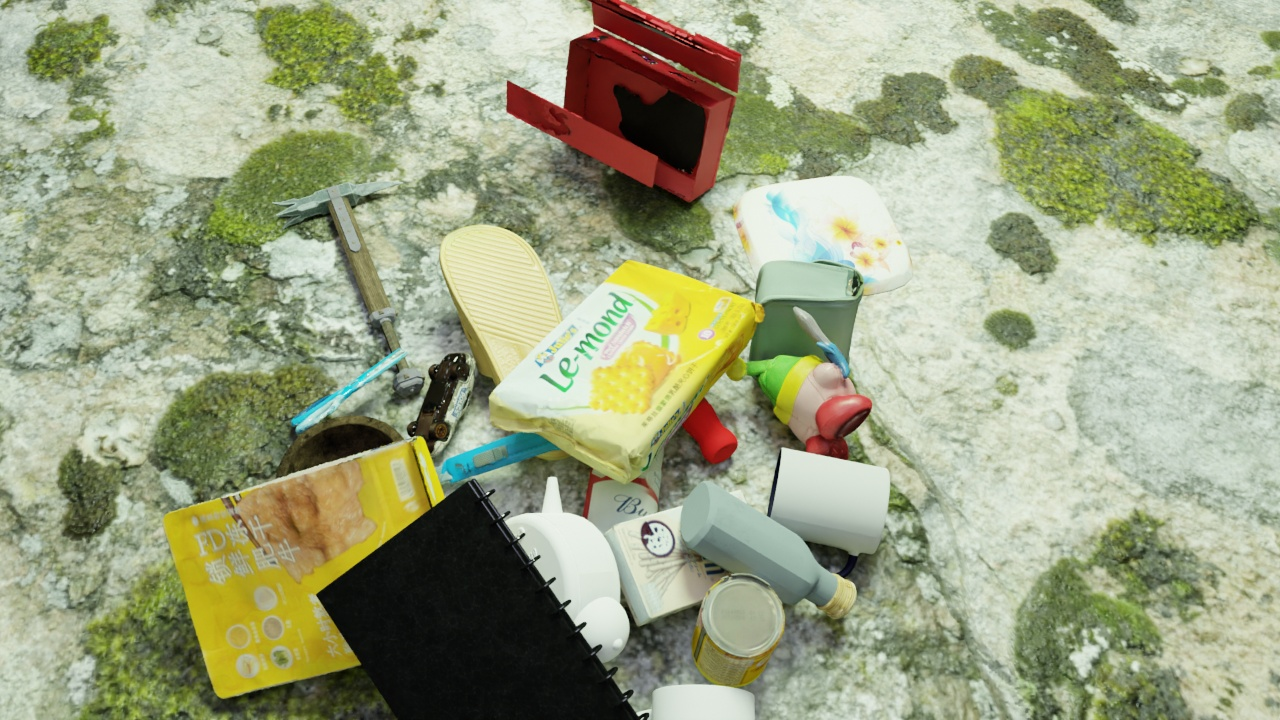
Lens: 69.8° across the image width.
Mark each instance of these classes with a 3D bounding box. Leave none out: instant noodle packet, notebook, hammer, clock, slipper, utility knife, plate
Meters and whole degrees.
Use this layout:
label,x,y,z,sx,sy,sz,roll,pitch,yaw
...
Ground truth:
label,x,y,z,sx,sy,sz,roll,pitch,yaw
instant noodle packet,-0.263,0.170,0.757,0.221,0.084,0.163,-17,93,-3
notebook,-0.118,0.226,0.691,0.169,0.019,0.231,-37,85,12
hammer,-0.294,-0.087,1.011,0.147,0.028,0.316,-21,57,-15
clock,-0.082,0.190,0.748,0.072,0.126,0.161,8,40,-45
slipper,-0.123,-0.018,0.939,0.099,0.078,0.263,-21,74,-13
utility knife,-0.143,0.094,0.867,0.209,0.015,0.031,-20,69,4
plate,0.212,-0.149,1.072,0.187,0.016,0.186,-10,55,-8

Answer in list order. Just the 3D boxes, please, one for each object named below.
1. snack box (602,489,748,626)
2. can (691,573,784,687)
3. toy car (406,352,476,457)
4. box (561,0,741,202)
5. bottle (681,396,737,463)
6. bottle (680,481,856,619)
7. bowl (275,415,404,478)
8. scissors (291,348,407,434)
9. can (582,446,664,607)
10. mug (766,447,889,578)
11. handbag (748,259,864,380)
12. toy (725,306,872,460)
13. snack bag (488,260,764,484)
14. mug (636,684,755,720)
label,x,y,z,sx,sy,sz,roll,pitch,yaw
snack box,0.045,0.166,0.790,0.149,0.026,0.082,-8,65,-38
can,0.078,0.221,0.747,0.067,0.105,0.067,1,58,-1
toy car,-0.193,0.045,0.907,0.049,0.040,0.112,-2,63,40
box,0.001,-0.340,1.026,0.211,0.316,0.123,32,71,19
bottle,0.051,0.048,0.915,0.036,0.036,0.119,-25,58,-18
bottle,0.111,0.166,0.774,0.161,0.046,0.072,33,19,-14
bowl,-0.266,0.117,0.846,0.121,0.056,0.121,1,58,-2
scissors,-0.289,0.027,0.912,0.140,0.090,0.014,-44,111,-26
can,-0.018,0.134,0.833,0.067,0.067,0.169,6,54,3
mug,0.165,0.143,0.832,0.097,0.078,0.112,11,83,7
handbag,0.165,-0.037,0.926,0.106,0.122,0.067,4,45,5
toy,0.151,0.028,0.877,0.096,0.124,0.131,-16,53,-18
snack bag,-0.005,0.005,0.851,0.160,0.068,0.246,21,52,31
mug,0.034,0.306,0.713,0.114,0.081,0.087,-14,56,27
